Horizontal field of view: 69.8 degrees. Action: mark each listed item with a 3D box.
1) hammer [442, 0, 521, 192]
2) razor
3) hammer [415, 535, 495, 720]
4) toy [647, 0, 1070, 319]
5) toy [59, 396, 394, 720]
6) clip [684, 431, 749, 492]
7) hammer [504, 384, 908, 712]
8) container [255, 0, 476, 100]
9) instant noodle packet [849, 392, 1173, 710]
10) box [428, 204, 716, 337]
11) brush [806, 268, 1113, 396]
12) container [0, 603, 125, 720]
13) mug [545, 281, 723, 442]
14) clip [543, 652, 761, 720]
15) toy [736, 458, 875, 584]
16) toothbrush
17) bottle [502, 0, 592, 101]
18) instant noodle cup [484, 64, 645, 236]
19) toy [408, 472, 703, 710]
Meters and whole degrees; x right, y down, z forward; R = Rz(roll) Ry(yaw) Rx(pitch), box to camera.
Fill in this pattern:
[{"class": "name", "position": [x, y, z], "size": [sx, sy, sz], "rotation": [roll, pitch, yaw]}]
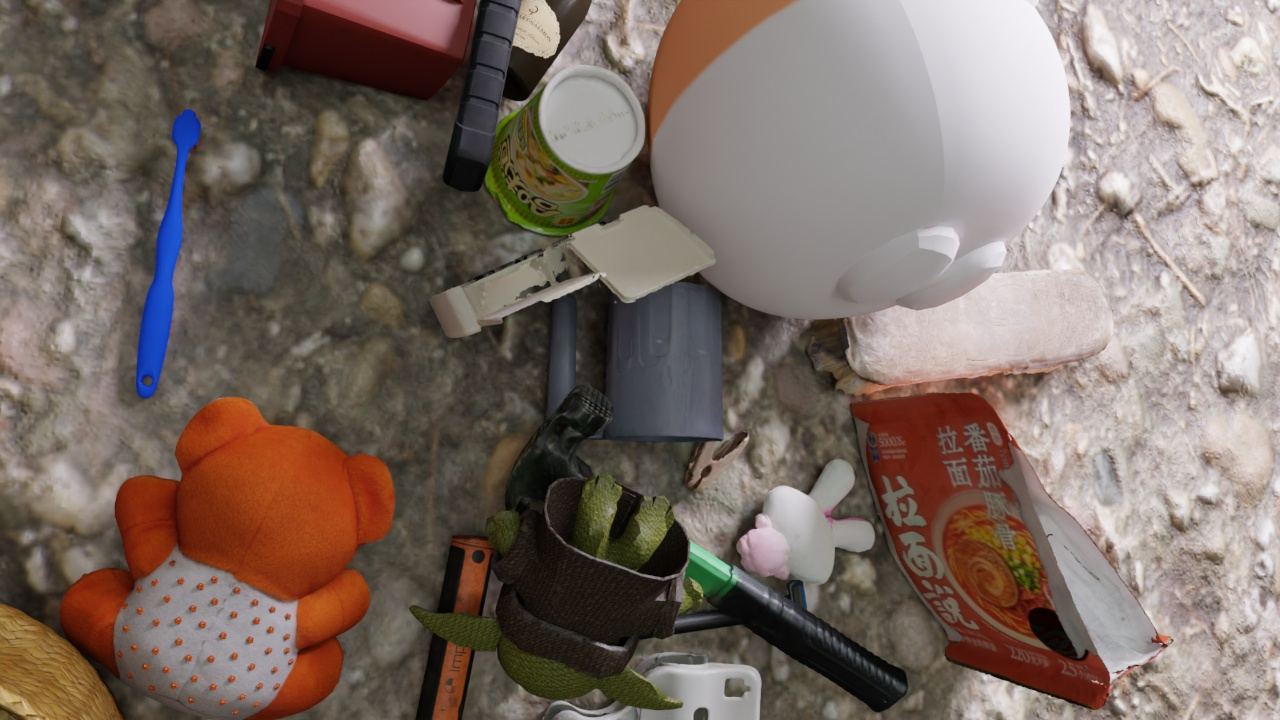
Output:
[{"class": "hammer", "position": [-0.082, -0.269, 0.589], "size": [0.025, 0.118, 0.332], "rotation": [12, 74, -16]}, {"class": "razor", "position": [0.053, 0.188, 0.664], "size": [0.144, 0.022, 0.042], "rotation": [-3, 76, -14]}, {"class": "hammer", "position": [-0.124, 0.271, 0.585], "size": [0.137, 0.035, 0.314], "rotation": [13, 80, -18]}, {"class": "toy", "position": [0.133, -0.166, 0.601], "size": [0.262, 0.267, 0.280], "rotation": [1, 64, -47]}, {"class": "toy", "position": [-0.231, 0.116, 0.539], "size": [0.163, 0.093, 0.172], "rotation": [27, 89, -12]}, {"class": "clip", "position": [0.048, 0.065, 0.672], "size": [0.060, 0.024, 0.041], "rotation": [-45, 100, -14]}, {"class": "hammer", "position": [0.051, 0.149, 0.619], "size": [0.318, 0.032, 0.130], "rotation": [34, 114, -12]}, {"class": "container", "position": [-0.204, -0.256, 0.560], "size": [0.200, 0.127, 0.148], "rotation": [14, 80, -28]}, {"class": "instant noodle packet", "position": [0.247, 0.118, 0.663], "size": [0.083, 0.165, 0.221], "rotation": [-31, 96, -18]}, {"class": "box", "position": [-0.048, -0.050, 0.566], "size": [0.143, 0.184, 0.050], "rotation": [-27, 100, -16]}, {"class": "brush", "position": [0.266, -0.024, 0.741], "size": [0.270, 0.057, 0.083], "rotation": [-7, 83, -21]}, {"class": "container", "position": [-0.393, 0.252, 0.406], "size": [0.306, 0.197, 0.306], "rotation": [3, 82, -20]}, {"class": "mug", "position": [-0.004, 0.004, 0.638], "size": [0.124, 0.084, 0.104], "rotation": [0, 83, 7]}, {"class": "clip", "position": [0.004, 0.266, 0.629], "size": [0.152, 0.096, 0.126], "rotation": [3, 81, 1]}, {"class": "toy", "position": [0.122, 0.126, 0.684], "size": [0.122, 0.038, 0.079], "rotation": [-18, 86, -30]}, {"class": "toothbrush", "position": [-0.294, -0.067, 0.571], "size": [0.016, 0.018, 0.182], "rotation": [8, 85, -19]}, {"class": "bottle", "position": [-0.051, -0.270, 0.659], "size": [0.045, 0.045, 0.184], "rotation": [35, 74, -13]}, {"class": "instant noodle cup", "position": [-0.046, -0.143, 0.615], "size": [0.098, 0.108, 0.099], "rotation": [3, 83, -20]}, {"class": "toy", "position": [-0.035, 0.139, 0.557], "size": [0.179, 0.078, 0.153], "rotation": [23, 117, -9]}]
